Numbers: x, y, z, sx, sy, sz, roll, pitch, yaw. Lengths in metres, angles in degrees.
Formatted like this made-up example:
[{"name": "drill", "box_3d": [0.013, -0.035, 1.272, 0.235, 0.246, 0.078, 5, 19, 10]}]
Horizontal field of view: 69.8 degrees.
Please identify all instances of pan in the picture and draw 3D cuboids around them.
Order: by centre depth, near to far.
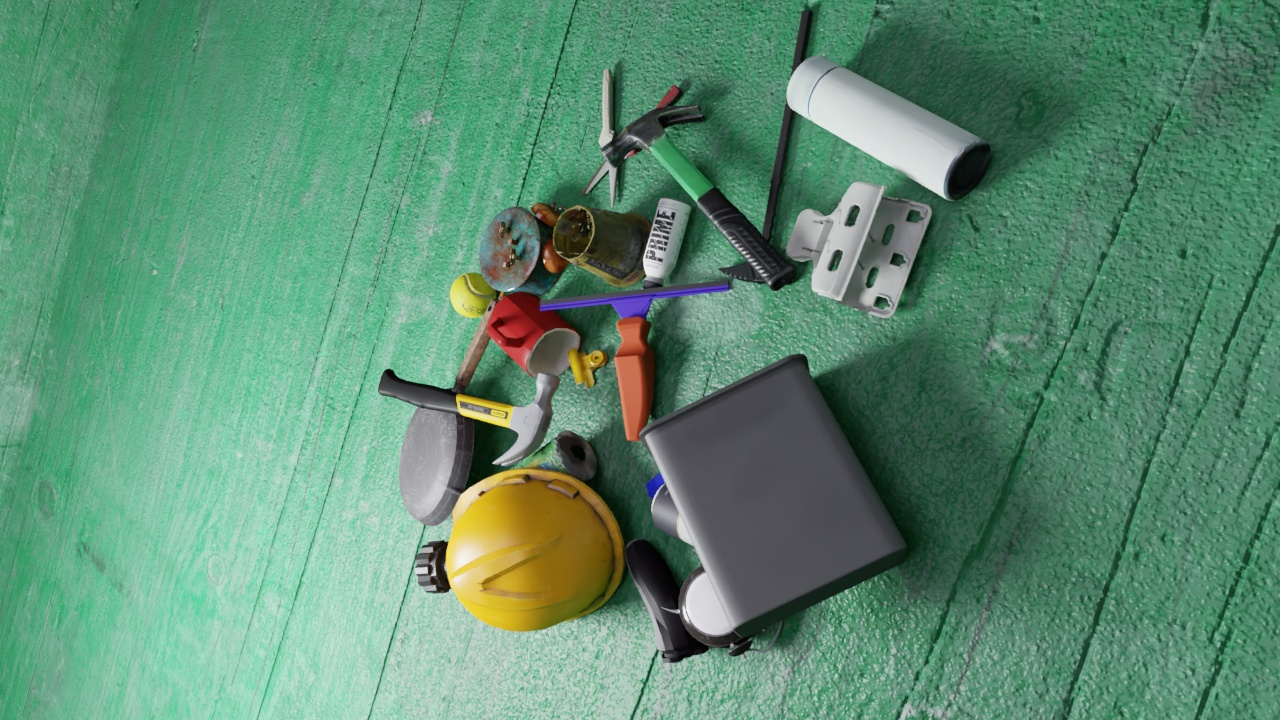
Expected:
[{"name": "pan", "box_3d": [-0.271, 0.068, 1.306, 0.207, 0.040, 0.357, 42, 113, 52]}]

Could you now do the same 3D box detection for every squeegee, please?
[{"name": "squeegee", "box_3d": [-0.007, 0.007, 1.131, 0.250, 0.055, 0.184, -5, 78, 21]}]

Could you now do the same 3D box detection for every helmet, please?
[{"name": "helmet", "box_3d": [-0.158, 0.246, 1.111, 0.256, 0.131, 0.205, -10, 97, 27]}]

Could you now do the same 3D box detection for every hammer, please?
[{"name": "hammer", "box_3d": [0.160, -0.249, 1.070, 0.095, 0.015, 0.325, 8, 86, 40]}, {"name": "hammer", "box_3d": [0.079, -0.194, 1.080, 0.130, 0.032, 0.318, -36, 57, 1]}, {"name": "hammer", "box_3d": [-0.246, 0.058, 1.238, 0.324, 0.029, 0.127, 10, 84, 36]}]

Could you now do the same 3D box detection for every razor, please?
[{"name": "razor", "box_3d": [0.023, 0.273, 1.062, 0.156, 0.057, 0.060, 67, 153, 25]}]

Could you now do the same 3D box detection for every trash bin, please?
[{"name": "trash bin", "box_3d": [0.132, 0.135, 0.928, 0.192, 0.097, 0.219, -26, 64, 2]}]

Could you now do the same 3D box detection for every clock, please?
[{"name": "clock", "box_3d": [0.091, 0.267, 0.996, 0.123, 0.044, 0.091, 26, 82, 28]}, {"name": "clock", "box_3d": [-0.155, -0.157, 1.269, 0.158, 0.073, 0.121, -28, 65, 31]}]

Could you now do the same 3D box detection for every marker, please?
[{"name": "marker", "box_3d": [0.060, 0.118, 1.074, 0.133, 0.023, 0.027, -41, 17, 26]}]

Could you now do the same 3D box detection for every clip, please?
[{"name": "clip", "box_3d": [0.214, -0.125, 0.965, 0.151, 0.110, 0.126, 23, 94, 29]}, {"name": "clip", "box_3d": [-0.067, 0.005, 1.204, 0.046, 0.048, 0.054, 105, 150, -62]}]

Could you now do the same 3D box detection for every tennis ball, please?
[{"name": "tennis ball", "box_3d": [-0.243, -0.095, 1.332, 0.066, 0.065, 0.065, -8, 76, 38]}]

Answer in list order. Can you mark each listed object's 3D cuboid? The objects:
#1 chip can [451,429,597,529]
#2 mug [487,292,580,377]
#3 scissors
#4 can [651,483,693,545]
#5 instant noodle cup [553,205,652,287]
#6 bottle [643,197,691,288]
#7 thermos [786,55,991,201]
[{"name": "chip can", "box_3d": [-0.155, 0.174, 1.207, 0.224, 0.075, 0.075, -37, 61, 29]}, {"name": "mug", "box_3d": [-0.153, -0.035, 1.217, 0.096, 0.116, 0.081, 40, 112, 36]}, {"name": "scissors", "box_3d": [-0.028, -0.313, 1.233, 0.200, 0.015, 0.179, -41, 60, 27]}, {"name": "can", "box_3d": [0.076, 0.179, 1.026, 0.127, 0.064, 0.064, 18, 93, 40]}, {"name": "instant noodle cup", "box_3d": [-0.051, -0.150, 1.160, 0.102, 0.108, 0.102, -6, 80, 36]}, {"name": "bottle", "box_3d": [0.029, -0.141, 1.138, 0.041, 0.041, 0.116, 17, 93, 40]}, {"name": "thermos", "box_3d": [0.253, -0.247, 0.960, 0.230, 0.067, 0.068, 44, 109, 35]}]
